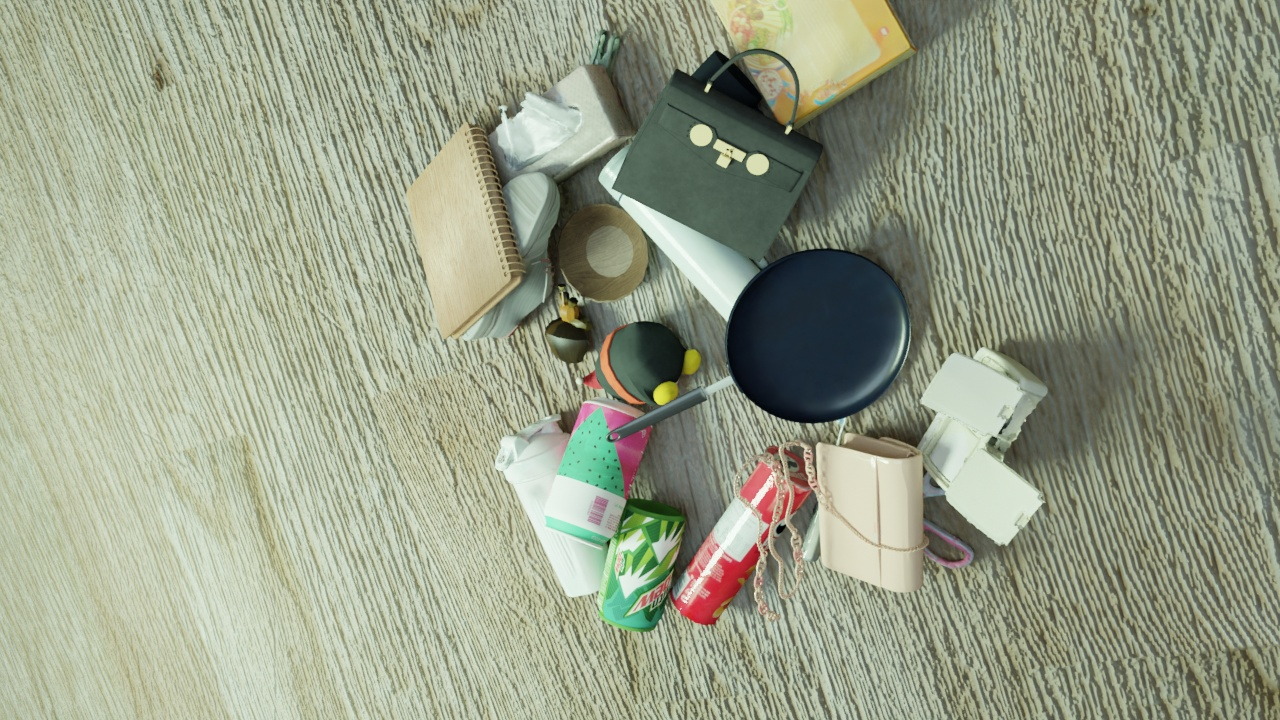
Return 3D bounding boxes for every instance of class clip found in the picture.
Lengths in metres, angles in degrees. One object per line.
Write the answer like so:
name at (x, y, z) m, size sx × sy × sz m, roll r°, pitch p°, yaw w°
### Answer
clip at (-0.045, -0.337, 1.045) m, size 0.047 × 0.023 × 0.076 m, roll 24°, pitch 112°, yaw 14°

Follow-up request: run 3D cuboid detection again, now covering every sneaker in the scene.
sneaker at (-0.140, -0.119, 1.101) m, size 0.237 × 0.089 × 0.099 m, roll -56°, pitch 52°, yaw 30°

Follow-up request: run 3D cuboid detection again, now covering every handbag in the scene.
handbag at (0.210, 0.186, 0.962) m, size 0.117 × 0.186 × 0.199 m, roll 15°, pitch 115°, yaw 53°
handbag at (0.093, -0.224, 0.920) m, size 0.175 × 0.072 × 0.196 m, roll 26°, pitch 136°, yaw -7°

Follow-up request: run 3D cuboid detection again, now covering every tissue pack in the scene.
tissue pack at (-0.107, -0.258, 1.053) m, size 0.182 × 0.071 × 0.104 m, roll -23°, pitch 94°, yaw 38°

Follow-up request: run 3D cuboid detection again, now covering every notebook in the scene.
notebook at (-0.211, -0.154, 1.092) m, size 0.170 × 0.022 × 0.210 m, roll -34°, pitch 67°, yaw 42°

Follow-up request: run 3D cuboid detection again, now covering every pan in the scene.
pan at (0.120, 0.009, 1.001) m, size 0.357 × 0.021 × 0.199 m, roll -26°, pitch 110°, yaw 9°

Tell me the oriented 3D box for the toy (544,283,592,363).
toy at (-0.087, -0.046, 1.111) m, size 0.076 × 0.062 × 0.100 m, roll 36°, pitch 136°, yaw 49°

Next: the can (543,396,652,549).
can at (-0.051, 0.132, 1.085) m, size 0.088 × 0.088 × 0.165 m, roll 16°, pitch 77°, yaw 18°

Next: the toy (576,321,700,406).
toy at (-0.006, 0.006, 1.076) m, size 0.099 × 0.097 × 0.119 m, roll 50°, pitch 139°, yaw -12°

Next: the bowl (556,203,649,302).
bowl at (-0.040, -0.128, 1.088) m, size 0.118 × 0.030 × 0.118 m, roll 5°, pitch 104°, yaw 21°

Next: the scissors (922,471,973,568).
scissors at (0.310, 0.151, 1.024) m, size 0.172 × 0.014 × 0.159 m, roll 35°, pitch 114°, yaw 15°

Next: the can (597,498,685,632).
can at (0.000, 0.247, 1.117) m, size 0.083 × 0.083 × 0.144 m, roll 14°, pitch 94°, yaw 18°

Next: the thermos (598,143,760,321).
thermos at (0.051, -0.143, 1.028) m, size 0.068 × 0.067 × 0.230 m, roll -44°, pitch 83°, yaw 24°

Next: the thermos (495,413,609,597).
thermos at (-0.103, 0.186, 1.155) m, size 0.099 × 0.099 × 0.220 m, roll -18°, pitch 100°, yaw 25°

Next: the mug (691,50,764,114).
mug at (0.090, -0.267, 0.987) m, size 0.105 × 0.071 × 0.078 m, roll 41°, pitch 116°, yaw -16°

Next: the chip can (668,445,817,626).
chip can at (0.118, 0.212, 1.083) m, size 0.073 × 0.073 × 0.233 m, roll 35°, pitch 114°, yaw 11°

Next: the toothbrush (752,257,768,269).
toothbrush at (0.095, -0.161, 1.033) m, size 0.012 × 0.017 × 0.187 m, roll -40°, pitch 86°, yaw 28°

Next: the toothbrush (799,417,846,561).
toothbrush at (0.215, 0.147, 1.055) m, size 0.024 × 0.022 × 0.186 m, roll 11°, pitch 109°, yaw 3°

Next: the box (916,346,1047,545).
box at (0.320, 0.070, 0.886) m, size 0.101 × 0.194 × 0.144 m, roll 21°, pitch 107°, yaw -16°

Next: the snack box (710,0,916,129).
snack box at (0.164, -0.354, 0.923) m, size 0.145 × 0.080 × 0.195 m, roll -29°, pitch 91°, yaw 26°
